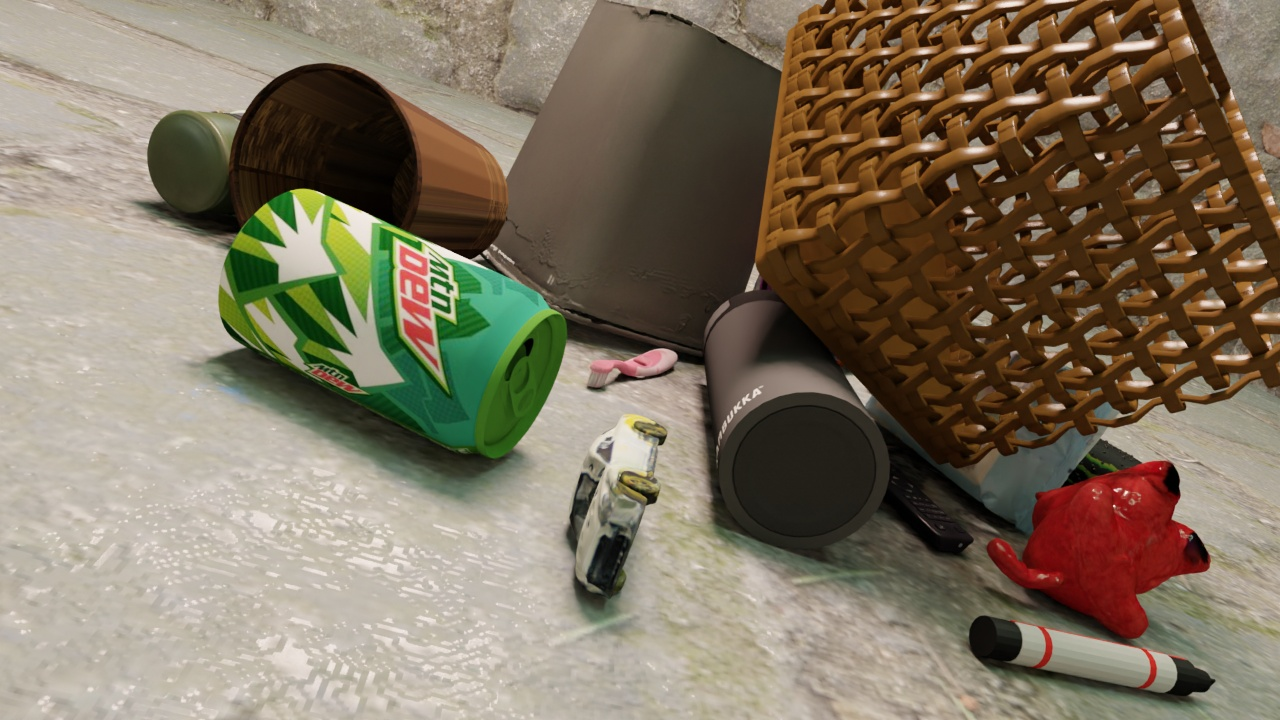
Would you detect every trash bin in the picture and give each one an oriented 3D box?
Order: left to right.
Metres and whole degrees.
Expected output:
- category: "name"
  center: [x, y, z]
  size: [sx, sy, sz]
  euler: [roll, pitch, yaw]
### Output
- category: "trash bin"
  center: [0.006, -0.148, 0.737]
  size: [0.197, 0.220, 0.197]
  euler: [15, 16, -34]

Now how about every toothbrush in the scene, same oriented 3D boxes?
- category: "toothbrush"
  center: [-0.004, 0.004, 0.632]
  size: [0.021, 0.016, 0.134]
  euler: [27, 15, 20]

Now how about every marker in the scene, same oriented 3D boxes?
- category: "marker"
  center: [0.222, 0.144, 0.440]
  size: [0.145, 0.019, 0.019]
  euler: [16, 17, -18]

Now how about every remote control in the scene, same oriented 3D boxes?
- category: "remote control"
  center: [0.155, 0.078, 0.583]
  size: [0.032, 0.015, 0.136]
  euler: [12, 21, -28]

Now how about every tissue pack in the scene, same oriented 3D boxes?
- category: "tissue pack"
  center: [0.248, 0.031, 0.672]
  size: [0.070, 0.112, 0.182]
  euler: [22, 14, -27]

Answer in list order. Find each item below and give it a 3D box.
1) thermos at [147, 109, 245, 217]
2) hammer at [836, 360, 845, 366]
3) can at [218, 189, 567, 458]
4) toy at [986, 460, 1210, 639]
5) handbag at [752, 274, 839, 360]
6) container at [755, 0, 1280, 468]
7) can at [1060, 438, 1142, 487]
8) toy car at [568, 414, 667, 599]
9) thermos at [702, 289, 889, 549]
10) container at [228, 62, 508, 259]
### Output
- category: "thermos"
  center: [-0.257, -0.147, 0.689]
  size: [0.082, 0.082, 0.231]
  euler: [25, 17, 15]
- category: "hammer"
  center: [0.183, -0.005, 0.870]
  size: [0.111, 0.028, 0.300]
  euler: [32, 19, 32]
- category: "can"
  center: [-0.115, -0.017, 0.431]
  size: [0.144, 0.083, 0.083]
  euler: [25, 16, 13]
- category: "toy"
  center: [0.246, 0.113, 0.532]
  size: [0.132, 0.088, 0.094]
  euler: [-10, -4, -26]
- category: "handbag"
  center: [0.144, -0.089, 0.722]
  size: [0.068, 0.170, 0.144]
  euler: [25, 19, 39]
- category: "container"
  center: [0.228, -0.114, 0.551]
  size: [0.219, 0.215, 0.250]
  euler: [41, 44, -31]
- category: "can"
  center: [0.328, 0.072, 0.720]
  size: [0.137, 0.054, 0.053]
  euler: [30, 17, 3]
- category: "toy car"
  center: [-0.012, 0.056, 0.385]
  size: [0.033, 0.048, 0.105]
  euler: [21, 15, -3]
- category: "thermos"
  center: [0.082, 0.021, 0.556]
  size: [0.082, 0.082, 0.240]
  euler: [20, 16, -4]
- category: "container"
  center: [-0.171, -0.118, 0.635]
  size: [0.132, 0.132, 0.167]
  euler: [25, 11, 13]
